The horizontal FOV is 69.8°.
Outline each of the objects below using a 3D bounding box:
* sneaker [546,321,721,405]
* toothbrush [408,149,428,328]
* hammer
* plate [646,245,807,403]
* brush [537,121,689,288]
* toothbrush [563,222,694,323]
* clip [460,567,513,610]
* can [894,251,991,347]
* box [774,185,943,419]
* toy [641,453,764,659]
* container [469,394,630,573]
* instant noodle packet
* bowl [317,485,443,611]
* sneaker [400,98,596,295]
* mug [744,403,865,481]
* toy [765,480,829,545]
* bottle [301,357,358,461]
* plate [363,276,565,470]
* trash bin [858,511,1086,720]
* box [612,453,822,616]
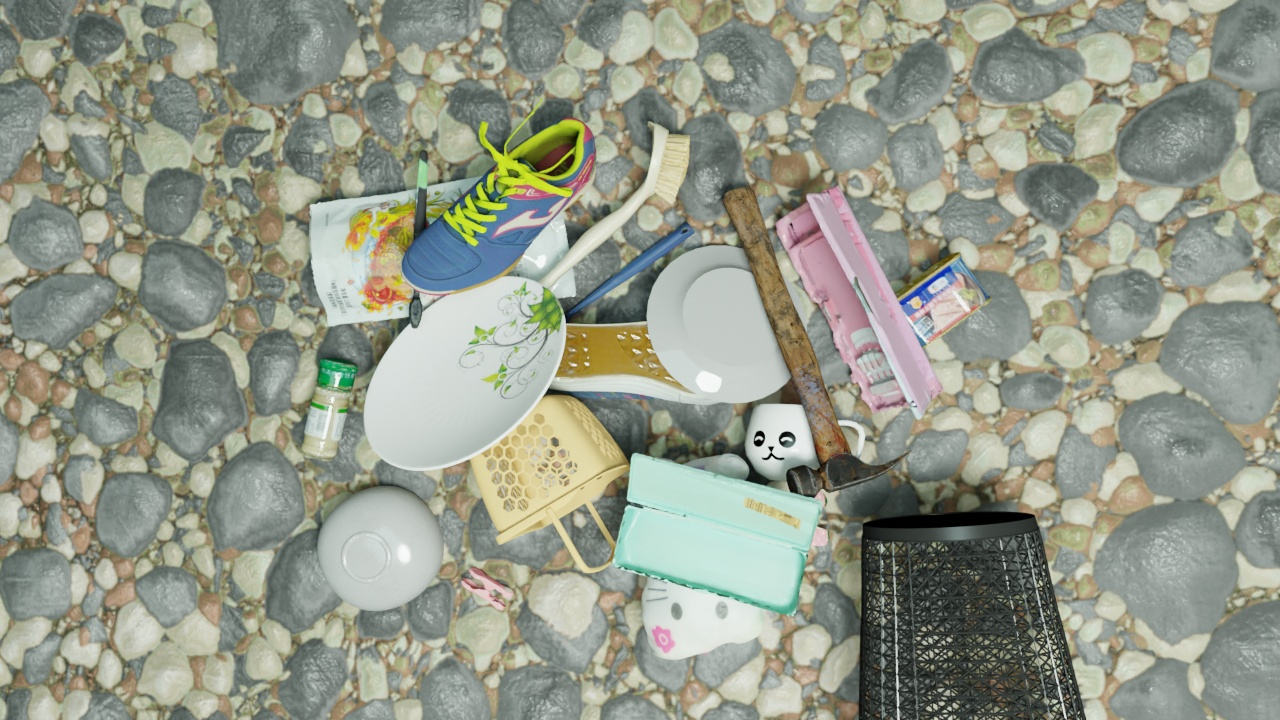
[{"bbox_3d":[-0.006,0.006,0.964,0.235,0.079,0.087,4,71,-13],"label":"sneaker"},{"bbox_3d":[-0.230,-0.127,0.955,0.014,0.017,0.188,3,88,-18],"label":"toothbrush"},{"bbox_3d":[0.157,-0.030,0.920,0.120,0.033,0.330,-14,72,-10],"label":"hammer"},{"bbox_3d":[0.093,-0.043,0.946,0.172,0.019,0.172,3,73,-11],"label":"plate"},{"bbox_3d":[-0.044,-0.138,0.964,0.077,0.062,0.272,43,92,10],"label":"brush"},{"bbox_3d":[-0.023,-0.088,0.987,0.190,0.017,0.016,-35,89,4],"label":"toothbrush"},{"bbox_3d":[-0.172,0.255,1.004,0.059,0.023,0.041,26,89,1],"label":"clip"},{"bbox_3d":[0.303,-0.059,0.949,0.100,0.054,0.059,-36,91,4],"label":"can"},{"bbox_3d":[0.222,-0.058,0.901,0.075,0.172,0.233,-27,91,-1],"label":"box"},{"bbox_3d":[0.056,0.202,0.956,0.138,0.085,0.209,-4,89,6],"label":"toy"},{"bbox_3d":[-0.072,0.130,0.914,0.129,0.183,0.167,-31,81,3],"label":"container"},{"bbox_3d":[-0.212,-0.121,0.984,0.269,0.057,0.147,-9,93,-1],"label":"instant noodle packet"},{"bbox_3d":[-0.284,0.205,0.987,0.132,0.064,0.132,0,91,4],"label":"bowl"},{"bbox_3d":[-0.147,-0.163,0.926,0.241,0.091,0.116,-42,81,-13],"label":"sneaker"},{"bbox_3d":[0.167,0.086,0.935,0.124,0.090,0.076,0,82,31],"label":"mug"},{"bbox_3d":[0.147,0.168,0.970,0.112,0.050,0.087,6,91,-2],"label":"toy"},{"bbox_3d":[-0.339,0.053,1.000,0.043,0.042,0.110,14,94,3],"label":"bottle"},{"bbox_3d":[-0.169,0.015,0.905,0.230,0.030,0.228,-16,48,19],"label":"plate"},{"bbox_3d":[0.310,0.277,0.888,0.217,0.217,0.243,-5,84,4],"label":"trash bin"},{"bbox_3d":[0.072,0.165,0.890,0.187,0.056,0.138,14,106,10],"label":"box"}]
